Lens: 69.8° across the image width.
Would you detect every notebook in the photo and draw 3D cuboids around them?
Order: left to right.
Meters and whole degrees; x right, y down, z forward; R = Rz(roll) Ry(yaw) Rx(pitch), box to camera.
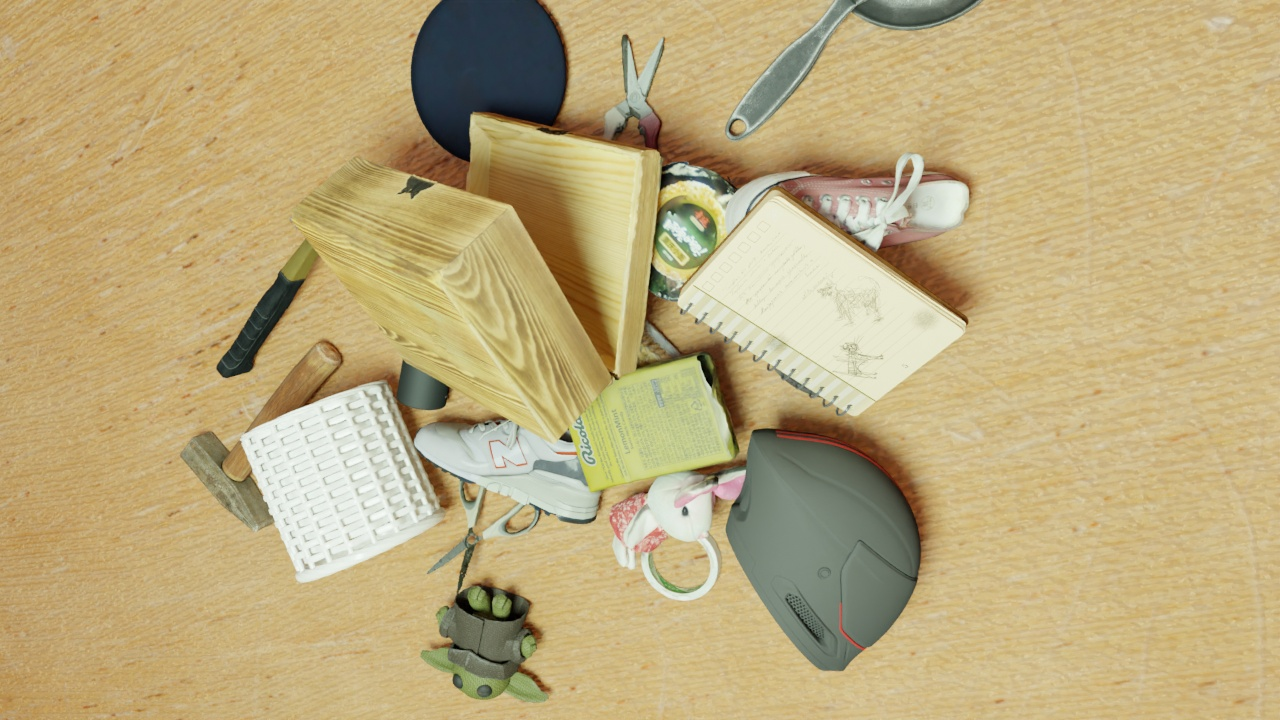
[{"bbox_3d":[0.164,-0.043,0.860,0.225,0.024,0.168,32,133,-13],"label":"notebook"}]

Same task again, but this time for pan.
[{"bbox_3d":[-0.135,-0.255,1.040,0.199,0.021,0.356,-30,87,24],"label":"pan"},{"bbox_3d":[0.205,-0.352,0.889,0.187,0.055,0.357,46,108,6],"label":"pan"}]

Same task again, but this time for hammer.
[{"bbox_3d":[-0.493,0.089,1.239,0.158,0.037,0.301,47,112,6],"label":"hammer"},{"bbox_3d":[-0.450,-0.091,1.158,0.025,0.117,0.334,49,118,8],"label":"hammer"}]

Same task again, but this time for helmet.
[{"bbox_3d":[0.191,0.176,0.931,0.170,0.164,0.264,-36,101,11],"label":"helmet"}]

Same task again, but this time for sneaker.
[{"bbox_3d":[-0.143,0.093,1.090,0.240,0.088,0.124,24,104,6],"label":"sneaker"},{"bbox_3d":[0.202,-0.133,0.849,0.241,0.088,0.118,-8,110,-11],"label":"sneaker"}]

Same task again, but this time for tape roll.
[{"bbox_3d":[0.047,0.235,1.076,0.094,0.018,0.094,4,102,20],"label":"tape roll"}]

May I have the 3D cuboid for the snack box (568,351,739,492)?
[{"bbox_3d":[0.010,0.064,0.980,0.181,0.045,0.121,-16,97,26],"label":"snack box"}]

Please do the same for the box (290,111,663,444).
[{"bbox_3d":[-0.130,-0.102,0.945,0.279,0.263,0.270,22,150,40],"label":"box"}]

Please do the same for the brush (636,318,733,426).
[{"bbox_3d":[-0.006,0.006,1.029,0.271,0.056,0.083,46,115,7],"label":"brush"}]

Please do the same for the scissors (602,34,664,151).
[{"bbox_3d":[-0.013,-0.243,1.004,0.180,0.015,0.195,-32,87,23],"label":"scissors"}]

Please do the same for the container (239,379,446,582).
[{"bbox_3d":[-0.361,0.144,1.120,0.190,0.189,0.187,-22,91,23],"label":"container"}]

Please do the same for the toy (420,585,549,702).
[{"bbox_3d":[-0.196,0.357,1.159,0.179,0.078,0.153,14,106,15],"label":"toy"}]

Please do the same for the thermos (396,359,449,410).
[{"bbox_3d":[-0.245,-0.058,1.103,0.061,0.061,0.231,18,106,16],"label":"thermos"}]

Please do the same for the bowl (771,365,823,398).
[{"bbox_3d":[0.202,-0.034,0.921,0.145,0.067,0.145,10,135,10],"label":"bowl"}]

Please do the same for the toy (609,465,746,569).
[{"bbox_3d":[0.037,0.166,1.006,0.195,0.158,0.084,-36,69,29],"label":"toy"}]

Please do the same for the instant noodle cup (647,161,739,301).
[{"bbox_3d":[0.061,-0.134,0.947,0.137,0.112,0.137,4,101,20],"label":"instant noodle cup"}]

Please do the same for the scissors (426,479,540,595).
[{"bbox_3d":[-0.200,0.206,1.144,0.157,0.012,0.168,-13,82,9],"label":"scissors"}]
